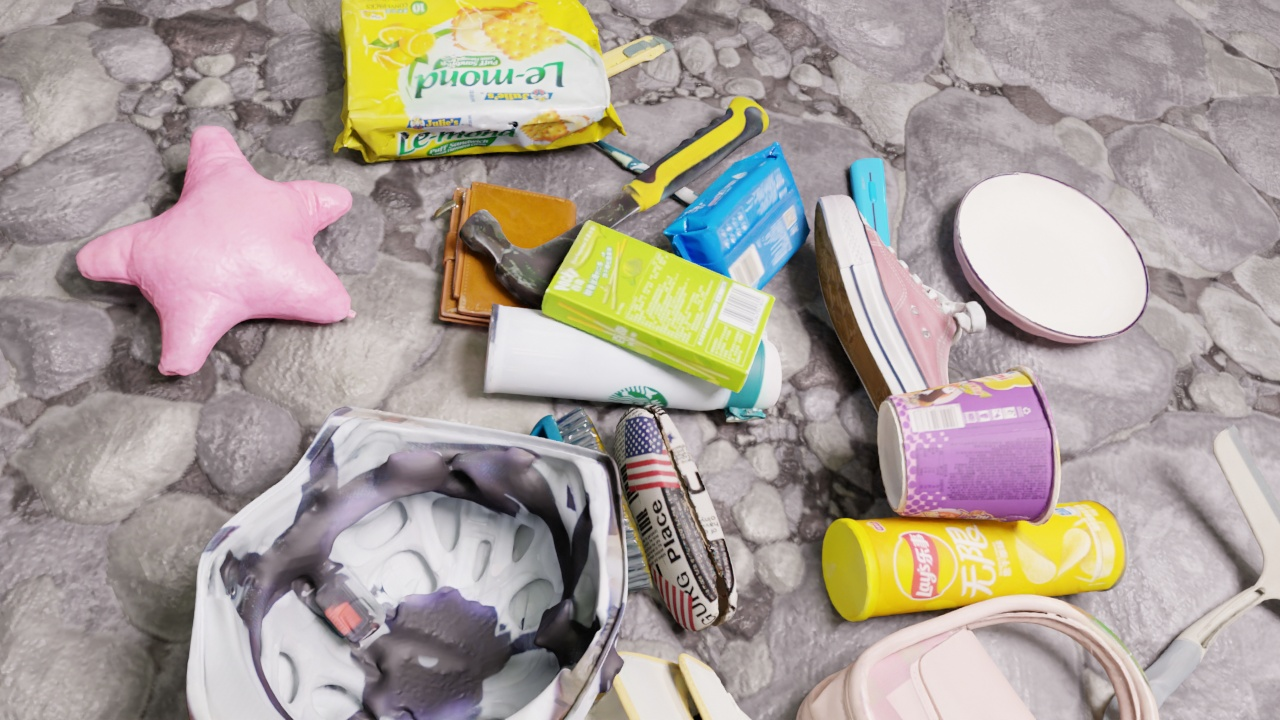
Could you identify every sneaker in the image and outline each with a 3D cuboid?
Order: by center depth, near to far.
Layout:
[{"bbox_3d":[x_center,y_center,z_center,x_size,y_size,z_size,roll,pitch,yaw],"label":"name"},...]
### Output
[{"bbox_3d":[0.214,-0.035,0.751,0.088,0.118,0.240,-18,70,-3],"label":"sneaker"}]

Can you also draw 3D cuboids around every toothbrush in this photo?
[{"bbox_3d":[-0.008,-0.175,0.834,0.191,0.016,0.018,32,68,7],"label":"toothbrush"}]

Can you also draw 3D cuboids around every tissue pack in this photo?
[{"bbox_3d":[0.083,-0.108,0.771,0.052,0.095,0.156,11,47,43],"label":"tissue pack"}]

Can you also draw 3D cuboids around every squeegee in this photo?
[{"bbox_3d":[0.422,0.216,0.691,0.246,0.039,0.246,-29,87,-20],"label":"squeegee"}]

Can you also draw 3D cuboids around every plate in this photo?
[{"bbox_3d":[0.378,-0.092,0.862,0.192,0.039,0.192,6,59,-10],"label":"plate"}]

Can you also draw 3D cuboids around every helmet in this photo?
[{"bbox_3d":[-0.122,0.157,0.522,0.229,0.146,0.258,6,41,3],"label":"helmet"}]

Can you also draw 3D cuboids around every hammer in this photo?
[{"bbox_3d":[0.007,-0.143,0.782,0.126,0.032,0.322,45,57,7],"label":"hammer"}]

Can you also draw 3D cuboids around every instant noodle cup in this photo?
[{"bbox_3d":[0.223,0.064,0.642,0.099,0.112,0.111,-6,60,5],"label":"instant noodle cup"}]

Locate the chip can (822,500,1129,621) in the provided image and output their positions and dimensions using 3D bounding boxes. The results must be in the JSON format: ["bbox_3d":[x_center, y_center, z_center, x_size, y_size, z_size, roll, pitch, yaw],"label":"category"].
[{"bbox_3d":[0.244,0.145,0.671,0.213,0.072,0.072,-1,60,-14],"label":"chip can"}]

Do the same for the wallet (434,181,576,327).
[{"bbox_3d":[-0.111,-0.085,0.744,0.119,0.035,0.130,7,59,-12],"label":"wallet"}]

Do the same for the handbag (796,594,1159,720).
[{"bbox_3d":[0.241,0.249,0.599,0.233,0.094,0.193,-23,69,-26],"label":"handbag"}]

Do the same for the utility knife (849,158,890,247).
[{"bbox_3d":[0.217,-0.124,0.855,0.034,0.018,0.165,8,60,-10],"label":"utility knife"}]

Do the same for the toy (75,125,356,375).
[{"bbox_3d":[-0.295,-0.070,0.672,0.178,0.075,0.194,30,61,-7],"label":"toy"}]

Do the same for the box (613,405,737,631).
[{"bbox_3d":[0.029,0.107,0.648,0.064,0.074,0.164,2,59,-45],"label":"box"}]

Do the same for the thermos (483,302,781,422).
[{"bbox_3d":[-0.004,0.004,0.699,0.224,0.073,0.073,6,59,-10],"label":"thermos"}]

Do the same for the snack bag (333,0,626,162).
[{"bbox_3d":[-0.146,-0.248,0.807,0.246,0.068,0.157,-6,60,-12],"label":"snack bag"}]

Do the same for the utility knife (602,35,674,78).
[{"bbox_3d":[-0.028,-0.289,0.899,0.151,0.018,0.031,-36,68,-24],"label":"utility knife"}]

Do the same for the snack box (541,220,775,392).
[{"bbox_3d":[0.015,-0.042,0.677,0.156,0.026,0.085,22,50,2],"label":"snack box"}]

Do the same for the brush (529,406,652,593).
[{"bbox_3d":[-0.046,0.103,0.637,0.073,0.055,0.143,-19,66,-10],"label":"brush"}]

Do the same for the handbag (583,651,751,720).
[{"bbox_3d":[0.057,0.253,0.541,0.178,0.063,0.163,20,28,-40],"label":"handbag"}]
